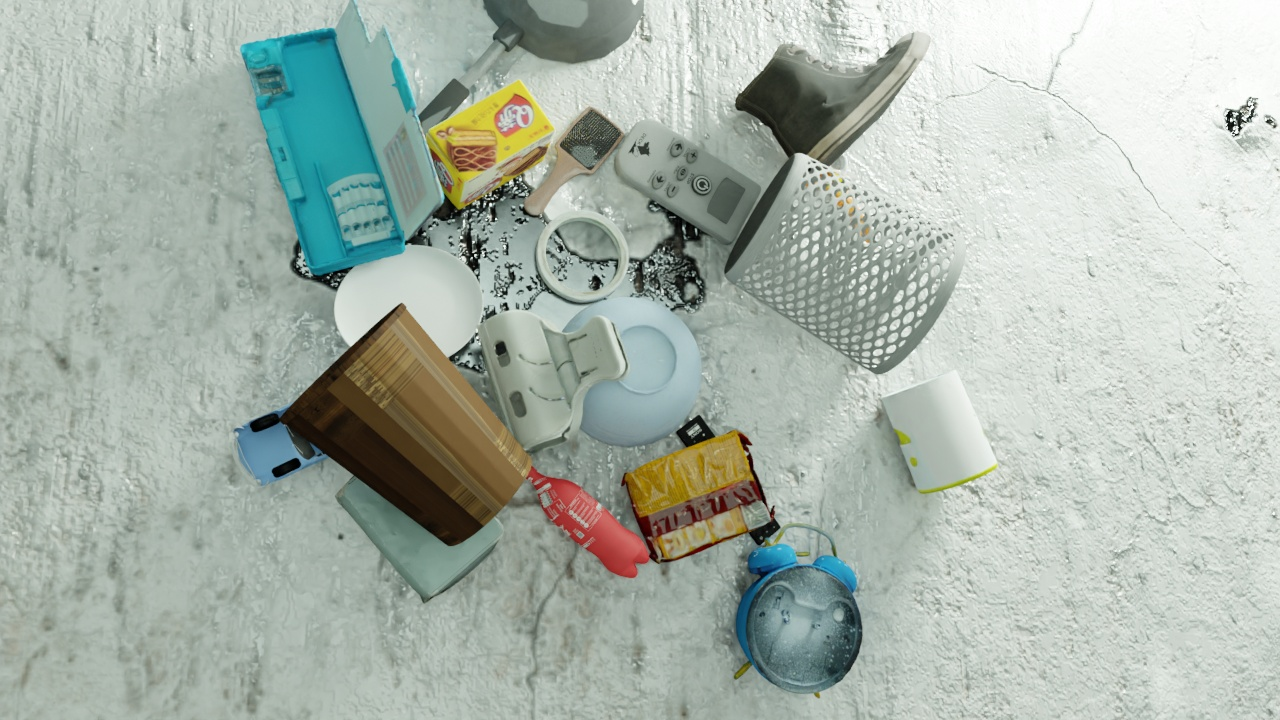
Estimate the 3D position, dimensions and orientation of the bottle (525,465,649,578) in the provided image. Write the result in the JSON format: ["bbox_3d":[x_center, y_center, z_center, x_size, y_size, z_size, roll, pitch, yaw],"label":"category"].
[{"bbox_3d":[-0.053,0.148,0.857,0.141,0.042,0.041,41,73,-4],"label":"bottle"}]

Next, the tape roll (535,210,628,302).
[{"bbox_3d":[-0.058,-0.104,0.917,0.093,0.013,0.093,2,80,-13],"label":"tape roll"}]

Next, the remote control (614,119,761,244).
[{"bbox_3d":[0.048,-0.189,0.954,0.151,0.019,0.074,31,75,-7],"label":"remote control"}]

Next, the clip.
[{"bbox_3d":[-0.088,0.011,0.818,0.104,0.152,0.126,-3,71,-54],"label":"clip"}]

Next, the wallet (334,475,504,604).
[{"bbox_3d":[-0.195,0.138,0.821,0.100,0.054,0.131,-39,90,-28],"label":"wallet"}]

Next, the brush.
[{"bbox_3d":[-0.072,-0.200,0.929,0.050,0.015,0.135,38,74,-4],"label":"brush"}]

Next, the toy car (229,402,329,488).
[{"bbox_3d":[-0.279,0.057,0.807,0.153,0.055,0.056,-26,93,-24],"label":"toy car"}]

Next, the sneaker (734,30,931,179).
[{"bbox_3d":[0.212,-0.302,0.982,0.120,0.095,0.234,45,73,6],"label":"sneaker"}]

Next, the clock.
[{"bbox_3d":[0.153,0.238,0.883,0.116,0.060,0.161,18,75,-9],"label":"clock"}]

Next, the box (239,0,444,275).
[{"bbox_3d":[-0.265,-0.210,0.850,0.172,0.084,0.227,-22,83,17],"label":"box"}]

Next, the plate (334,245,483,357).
[{"bbox_3d":[-0.214,-0.050,0.854,0.134,0.011,0.134,3,60,-5],"label":"plate"}]

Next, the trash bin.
[{"bbox_3d":[0.194,-0.099,0.906,0.183,0.157,0.156,29,74,-4],"label":"trash bin"}]

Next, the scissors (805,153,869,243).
[{"bbox_3d":[0.220,-0.183,1.000,0.065,0.013,0.128,-36,89,-16],"label":"scissors"}]

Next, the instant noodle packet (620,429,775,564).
[{"bbox_3d":[0.057,0.131,0.882,0.135,0.040,0.098,-20,89,-5],"label":"instant noodle packet"}]

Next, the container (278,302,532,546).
[{"bbox_3d":[-0.182,0.058,0.750,0.167,0.132,0.132,47,73,-15],"label":"container"}]

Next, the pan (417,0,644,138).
[{"bbox_3d":[-0.129,-0.332,0.925,0.178,0.041,0.356,39,74,-4],"label":"pan"}]

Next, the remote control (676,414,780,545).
[{"bbox_3d":[0.088,0.119,0.914,0.030,0.009,0.140,-36,90,-17],"label":"remote control"}]

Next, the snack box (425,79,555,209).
[{"bbox_3d":[-0.146,-0.204,0.877,0.105,0.084,0.061,-35,91,-18],"label":"snack box"}]

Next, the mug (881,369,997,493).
[{"bbox_3d":[0.304,0.073,0.937,0.082,0.083,0.106,-19,84,-16],"label":"mug"}]

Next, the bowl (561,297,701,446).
[{"bbox_3d":[-0.005,0.005,0.878,0.150,0.075,0.150,2,80,-14],"label":"bowl"}]
